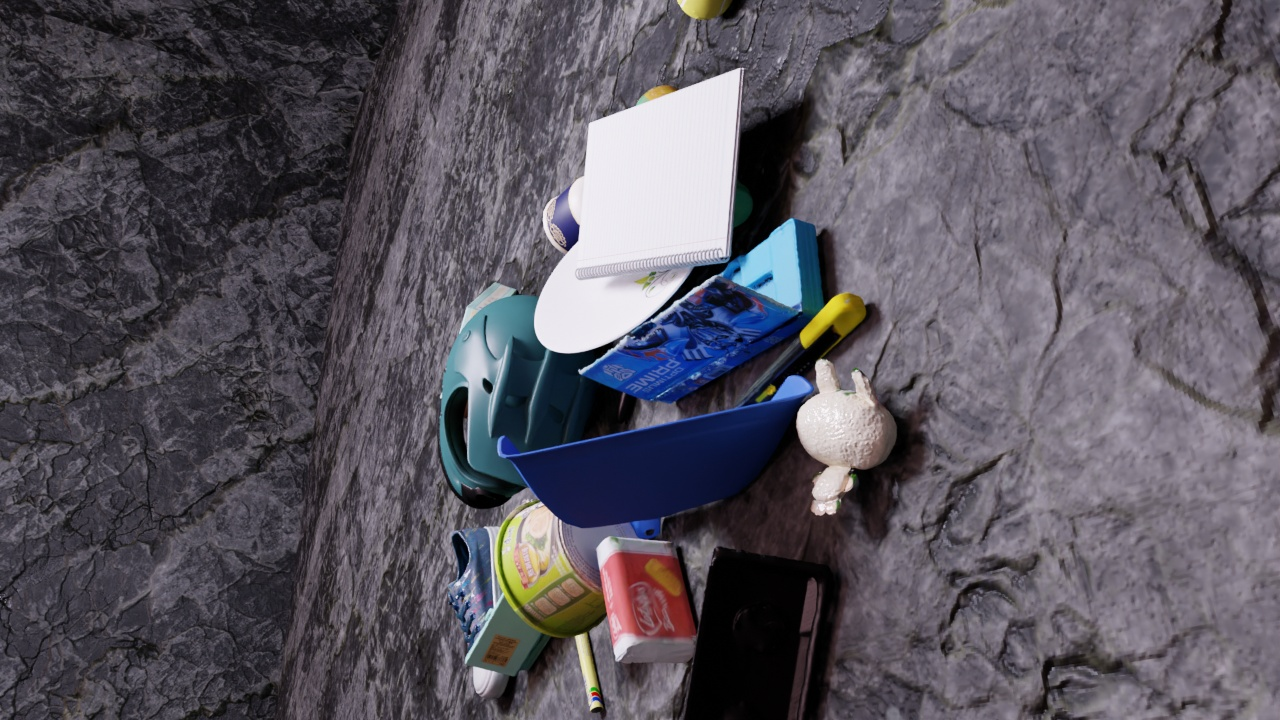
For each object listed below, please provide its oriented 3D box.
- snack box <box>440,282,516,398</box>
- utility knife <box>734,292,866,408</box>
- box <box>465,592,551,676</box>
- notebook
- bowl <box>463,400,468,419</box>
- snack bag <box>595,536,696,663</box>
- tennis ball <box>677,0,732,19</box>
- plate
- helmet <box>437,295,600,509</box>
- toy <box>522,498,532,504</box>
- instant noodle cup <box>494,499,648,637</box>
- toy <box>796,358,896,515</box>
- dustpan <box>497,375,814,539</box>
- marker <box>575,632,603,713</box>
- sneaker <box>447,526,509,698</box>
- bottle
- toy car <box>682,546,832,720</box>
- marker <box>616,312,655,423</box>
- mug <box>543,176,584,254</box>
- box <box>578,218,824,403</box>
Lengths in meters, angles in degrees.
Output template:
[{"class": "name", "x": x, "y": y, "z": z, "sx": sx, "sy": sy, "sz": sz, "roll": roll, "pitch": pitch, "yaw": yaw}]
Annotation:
[{"class": "snack box", "x": -0.238, "y": -0.029, "z": 1.370, "sx": 0.193, "sy": 0.044, "sz": 0.142, "roll": -77, "pitch": 7, "yaw": -74}, {"class": "utility knife", "x": 0.125, "y": 0.004, "z": 0.761, "sx": 0.173, "sy": 0.028, "sz": 0.020, "roll": -51, "pitch": 31, "yaw": 43}, {"class": "box", "x": -0.143, "y": 0.289, "z": 1.079, "sx": 0.189, "sy": 0.092, "sz": 0.077, "roll": -59, "pitch": 34, "yaw": 32}, {"class": "notebook", "x": 0.011, "y": -0.176, "z": 0.922, "sx": 0.246, "sy": 0.013, "sz": 0.178, "roll": 0, "pitch": 84, "yaw": 53}, {"class": "bowl", "x": -0.193, "y": 0.022, "z": 1.294, "sx": 0.147, "sy": 0.069, "sz": 0.147, "roll": -176, "pitch": 106, "yaw": -89}, {"class": "snack bag", "x": 0.006, "y": 0.219, "z": 0.841, "sx": 0.036, "sy": 0.077, "sz": 0.115, "roll": -56, "pitch": 34, "yaw": 38}, {"class": "tennis ball", "x": 0.070, "y": -0.404, "z": 0.994, "sx": 0.065, "sy": 0.065, "sz": 0.065, "roll": -35, "pitch": 49, "yaw": 53}, {"class": "plate", "x": -0.017, "y": -0.090, "z": 0.997, "sx": 0.230, "sy": 0.030, "sz": 0.228, "roll": -27, "pitch": 37, "yaw": 23}, {"class": "helmet", "x": -0.143, "y": 0.047, "z": 1.074, "sx": 0.201, "sy": 0.176, "sz": 0.274, "roll": -44, "pitch": 33, "yaw": 49}, {"class": "toy", "x": -0.136, "y": 0.211, "z": 1.160, "sx": 0.109, "sy": 0.041, "sz": 0.095, "roll": -40, "pitch": 44, "yaw": 42}, {"class": "instant noodle cup", "x": -0.063, "y": 0.194, "z": 0.922, "sx": 0.098, "sy": 0.146, "sz": 0.146, "roll": -38, "pitch": 46, "yaw": 37}, {"class": "toy", "x": 0.148, "y": 0.055, "z": 0.671, "sx": 0.087, "sy": 0.050, "sz": 0.112, "roll": 3, "pitch": 95, "yaw": 57}, {"class": "dustpan", "x": 0.011, "y": 0.107, "z": 0.804, "sx": 0.258, "sy": 0.245, "sz": 0.059, "roll": 89, "pitch": 167, "yaw": -52}, {"class": "marker", "x": -0.060, "y": 0.317, "z": 0.993, "sx": 0.014, "sy": 0.014, "sz": 0.132, "roll": -59, "pitch": 33, "yaw": 32}, {"class": "sneaker", "x": -0.218, "y": 0.329, "z": 1.218, "sx": 0.088, "sy": 0.079, "sz": 0.235, "roll": -49, "pitch": 39, "yaw": 43}, {"class": "bottle", "x": 0.055, "y": -0.207, "z": 0.937, "sx": 0.068, "sy": 0.068, "sz": 0.209, "roll": -61, "pitch": 36, "yaw": 29}, {"class": "toy car", "x": 0.082, "y": 0.239, "z": 0.701, "sx": 0.071, "sy": 0.094, "sz": 0.191, "roll": 64, "pitch": -145, "yaw": -85}, {"class": "marker", "x": -0.006, "y": 0.006, "z": 1.022, "sx": 0.018, "sy": 0.015, "sz": 0.134, "roll": -68, "pitch": -7, "yaw": -85}, {"class": "mug", "x": -0.062, "y": -0.170, "z": 1.129, "sx": 0.089, "sy": 0.085, "sz": 0.111, "roll": -27, "pitch": 61, "yaw": 54}, {"class": "box", "x": 0.045, "y": -0.042, "z": 0.835, "sx": 0.244, "sy": 0.115, "sz": 0.093, "roll": -34, "pitch": 51, "yaw": 53}]
